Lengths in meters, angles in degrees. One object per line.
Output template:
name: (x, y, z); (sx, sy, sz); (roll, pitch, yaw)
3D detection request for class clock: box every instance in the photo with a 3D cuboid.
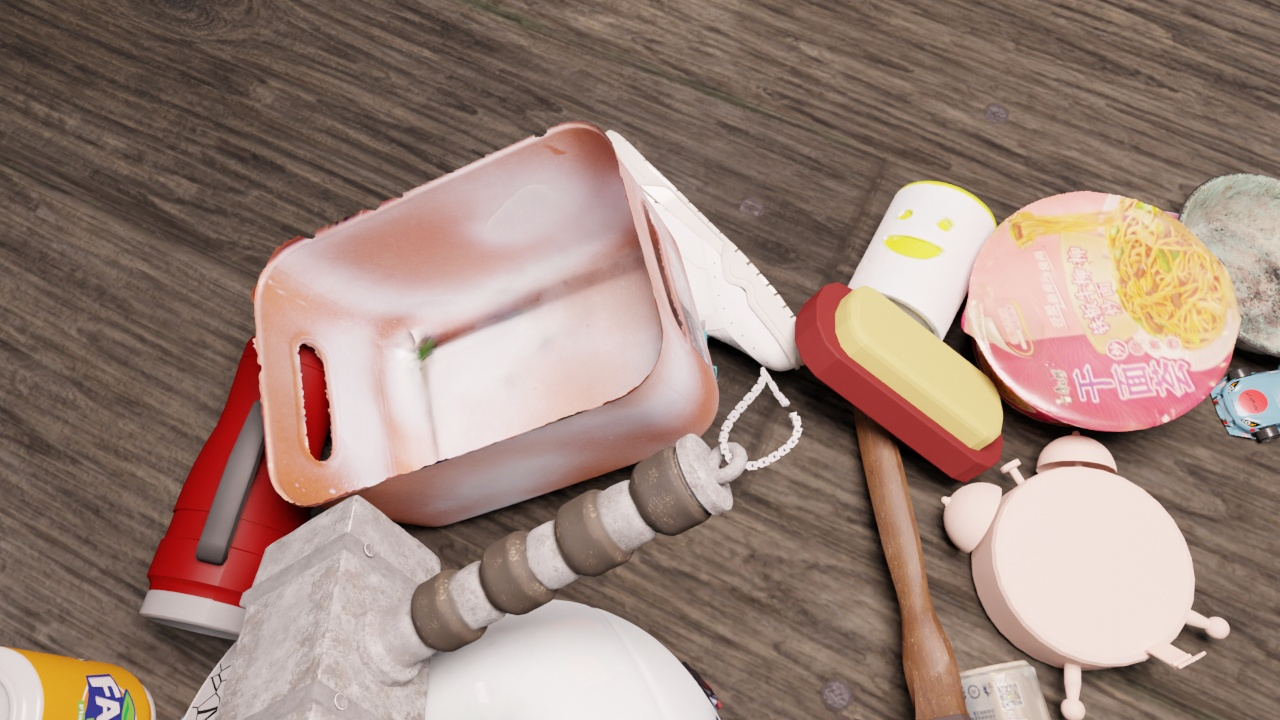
clock: (0.296, 0.134, 0.614); (0.131, 0.086, 0.160); (-24, 63, -9)

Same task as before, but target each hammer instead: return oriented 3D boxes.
hammer: (0.176, 0.127, 0.622); (0.116, 0.033, 0.322); (-24, 55, 29)
hammer: (-0.066, 0.109, 0.449); (0.327, 0.079, 0.176); (-31, 34, 16)

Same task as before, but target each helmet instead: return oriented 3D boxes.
helmet: (-0.052, 0.248, 0.512); (0.236, 0.164, 0.263); (-17, 61, -12)

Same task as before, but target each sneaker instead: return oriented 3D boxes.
sneaker: (0.022, -0.061, 0.703); (0.104, 0.090, 0.236); (-45, 80, 6)

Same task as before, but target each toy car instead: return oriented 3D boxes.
toy car: (0.487, 0.025, 0.682); (0.107, 0.027, 0.060); (-10, 67, -3)

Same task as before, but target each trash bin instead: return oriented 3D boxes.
trash bin: (-0.095, -0.006, 0.602); (0.260, 0.157, 0.181); (-20, 67, 13)

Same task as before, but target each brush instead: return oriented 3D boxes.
brush: (0.188, 0.010, 0.640); (0.173, 0.042, 0.082); (36, 41, -10)

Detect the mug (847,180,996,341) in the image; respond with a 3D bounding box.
mug: (0.211, -0.070, 0.697); (0.082, 0.083, 0.106); (27, 71, 12)

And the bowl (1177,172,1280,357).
bowl: (0.473, -0.067, 0.706); (0.157, 0.039, 0.157); (3, 69, -8)

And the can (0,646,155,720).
can: (-0.359, 0.218, 0.550); (0.079, 0.143, 0.079); (0, 67, 0)

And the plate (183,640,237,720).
plate: (-0.214, 0.211, 0.569); (0.189, 0.016, 0.188); (-24, 34, 18)

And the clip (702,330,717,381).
clip: (-0.001, 0.009, 0.692); (0.120, 0.104, 0.027); (-2, 65, 7)

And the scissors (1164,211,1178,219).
scissors: (0.381, -0.056, 0.726); (0.170, 0.014, 0.173); (-18, 68, -7)

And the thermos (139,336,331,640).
thermos: (-0.265, 0.082, 0.626); (0.084, 0.108, 0.198); (16, 65, -11)

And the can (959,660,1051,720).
can: (0.239, 0.261, 0.572); (0.054, 0.054, 0.135); (-9, 67, -3)

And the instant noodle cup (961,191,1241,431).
instant noodle cup: (0.322, -0.026, 0.672); (0.179, 0.078, 0.178); (-1, 72, 4)

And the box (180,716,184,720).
box: (-0.216, 0.303, 0.579); (0.209, 0.021, 0.125); (11, 69, 5)
